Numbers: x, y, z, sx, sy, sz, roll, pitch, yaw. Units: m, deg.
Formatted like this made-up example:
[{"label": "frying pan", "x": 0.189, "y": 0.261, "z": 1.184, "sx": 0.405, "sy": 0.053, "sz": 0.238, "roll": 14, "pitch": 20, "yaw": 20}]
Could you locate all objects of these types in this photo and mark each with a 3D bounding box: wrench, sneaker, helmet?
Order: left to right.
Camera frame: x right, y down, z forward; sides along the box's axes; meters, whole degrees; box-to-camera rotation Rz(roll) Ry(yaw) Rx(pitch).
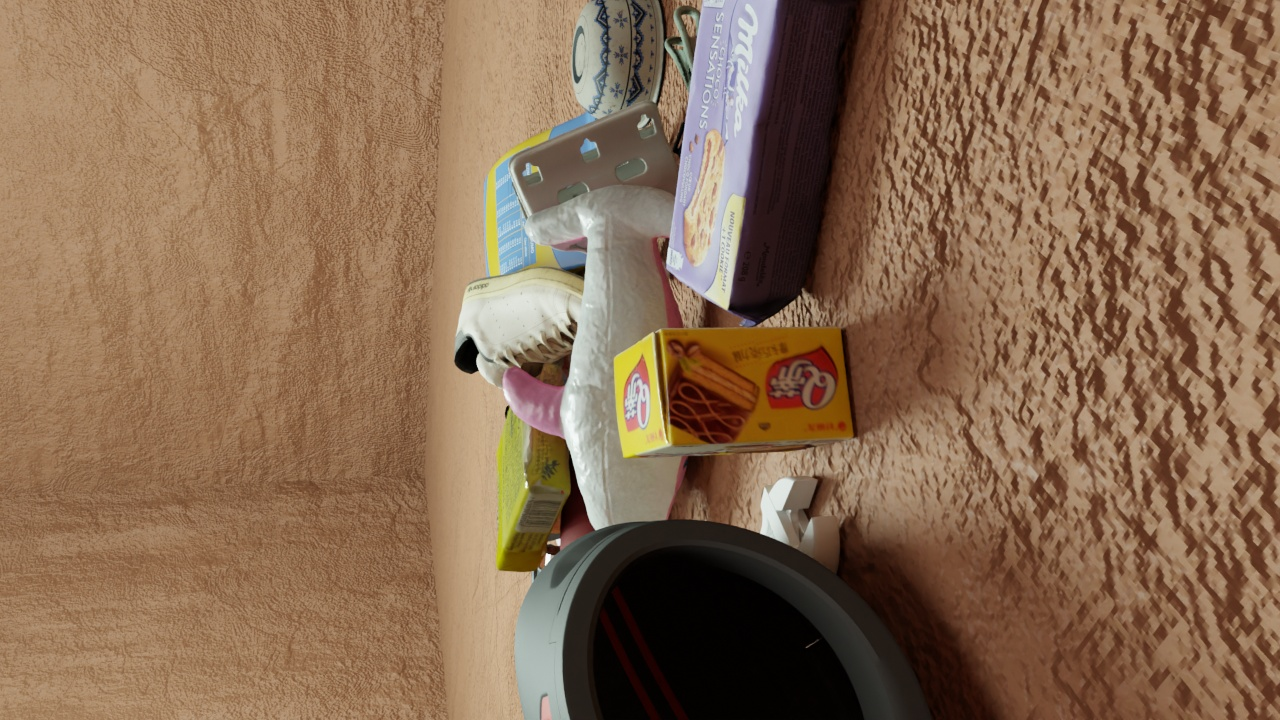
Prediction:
[{"label": "sneaker", "x": -0.103, "y": -0.022, "z": 0.859, "sx": 0.242, "sy": 0.089, "sz": 0.102, "roll": 3, "pitch": 64, "yaw": 48}, {"label": "helmet", "x": 0.033, "y": 0.178, "z": 0.453, "sx": 0.264, "sy": 0.164, "sz": 0.170, "roll": 47, "pitch": 155, "yaw": 41}, {"label": "wrench", "x": 0.065, "y": 0.147, "z": 0.601, "sx": 0.274, "sy": 0.018, "sz": 0.066, "roll": 115, "pitch": 149, "yaw": -57}]

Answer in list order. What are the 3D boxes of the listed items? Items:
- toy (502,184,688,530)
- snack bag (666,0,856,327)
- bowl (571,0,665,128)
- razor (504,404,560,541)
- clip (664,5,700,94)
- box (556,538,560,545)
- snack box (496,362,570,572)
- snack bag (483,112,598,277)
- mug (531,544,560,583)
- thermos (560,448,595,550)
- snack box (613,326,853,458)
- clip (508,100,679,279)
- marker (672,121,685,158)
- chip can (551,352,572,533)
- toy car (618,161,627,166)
[{"label": "toy", "x": -0.004, "y": 0.004, "z": 0.688, "sx": 0.127, "sy": 0.187, "sz": 0.266, "roll": -20, "pitch": -70, "yaw": -66}, {"label": "snack bag", "x": 0.067, "y": -0.128, "z": 0.513, "sx": 0.096, "sy": 0.058, "sz": 0.206, "roll": -131, "pitch": 46, "yaw": -60}, {"label": "bowl", "x": -0.025, "y": -0.261, "z": 0.791, "sx": 0.116, "sy": 0.059, "sz": 0.115, "roll": 179, "pitch": 91, "yaw": -73}, {"label": "razor", "x": -0.105, "y": 0.119, "z": 0.974, "sx": 0.060, "sy": 0.057, "sz": 0.156, "roll": -134, "pitch": 36, "yaw": -62}, {"label": "clip", "x": 0.037, "y": -0.219, "z": 0.660, "sx": 0.035, "sy": 0.023, "sz": 0.074, "roll": 115, "pitch": 148, "yaw": -51}, {"label": "box", "x": -0.082, "y": 0.133, "z": 1.022, "sx": 0.154, "sy": 0.044, "sz": 0.202, "roll": -112, "pitch": 28, "yaw": -48}, {"label": "snack box", "x": -0.092, "y": 0.093, "z": 0.784, "sx": 0.181, "sy": 0.045, "sz": 0.121, "roll": 115, "pitch": 154, "yaw": -54}, {"label": "snack bag", "x": -0.083, "y": -0.148, "z": 0.938, "sx": 0.206, "sy": 0.102, "sz": 0.159, "roll": -24, "pitch": 68, "yaw": 60}, {"label": "mug", "x": -0.081, "y": 0.250, "z": 0.950, "sx": 0.118, "sy": 0.081, "sz": 0.111, "roll": 2, "pitch": 89, "yaw": 55}, {"label": "thermos", "x": -0.024, "y": 0.129, "z": 0.788, "sx": 0.108, "sy": 0.084, "sz": 0.198, "roll": 19, "pitch": -110, "yaw": -75}, {"label": "snack box", "x": 0.047, "y": 0.019, "z": 0.498, "sx": 0.084, "sy": 0.105, "sz": 0.061, "roll": 148, "pitch": 120, "yaw": -70}, {"label": "clip", "x": -0.028, "y": -0.122, "z": 0.735, "sx": 0.091, "sy": 0.125, "sz": 0.151, "roll": -119, "pitch": 8, "yaw": -52}, {"label": "marker", "x": 0.047, "y": -0.186, "z": 0.627, "sx": 0.139, "sy": 0.022, "sz": 0.016, "roll": 111, "pitch": 157, "yaw": -53}, {"label": "chip can", "x": -0.066, "y": 0.054, "z": 0.910, "sx": 0.080, "sy": 0.079, "sz": 0.229, "roll": 115, "pitch": 151, "yaw": -55}, {"label": "toy car", "x": -0.013, "y": -0.143, "z": 0.801, "sx": 0.046, "sy": 0.034, "sz": 0.112, "roll": -117, "pitch": 31, "yaw": -55}]
